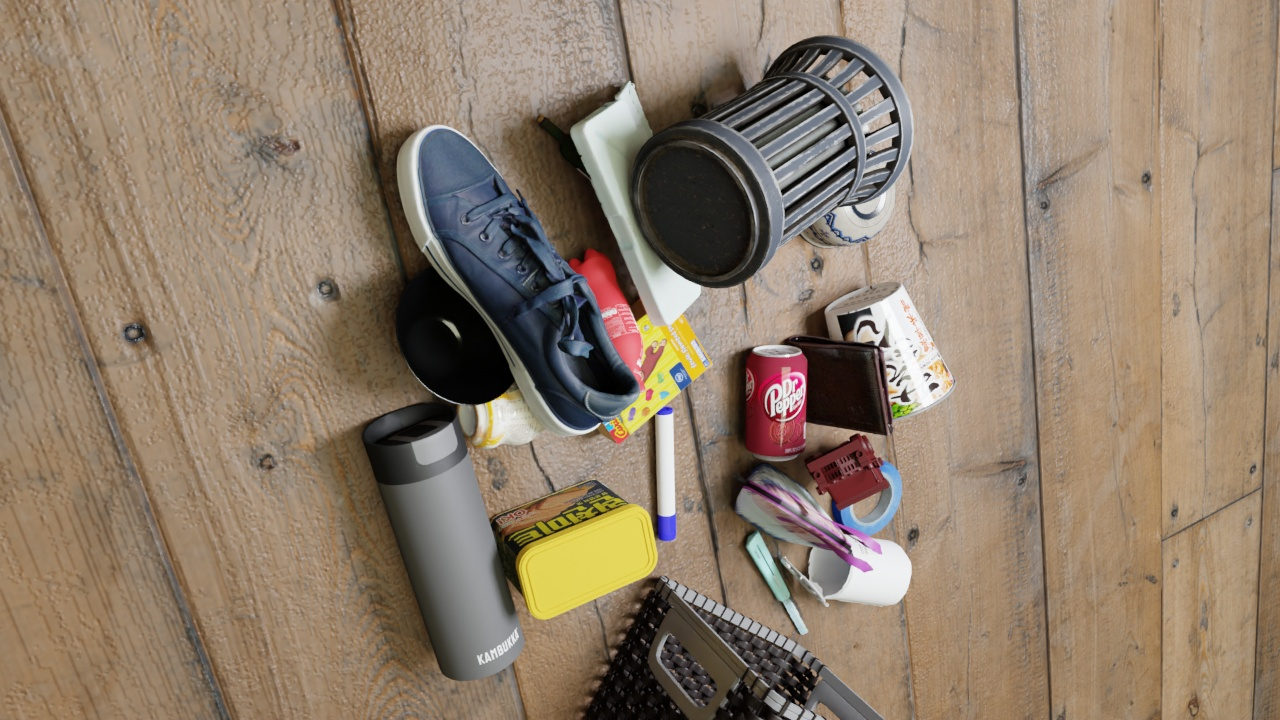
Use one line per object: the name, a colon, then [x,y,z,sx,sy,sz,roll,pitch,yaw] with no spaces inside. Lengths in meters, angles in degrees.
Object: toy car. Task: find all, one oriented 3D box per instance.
toy car: [0.220,0.118,0.967,0.070,0.169,0.062,-29,77,12]

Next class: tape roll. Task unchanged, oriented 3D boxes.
tape roll: [0.269,0.162,1.088,0.093,0.016,0.091,-15,108,-24]

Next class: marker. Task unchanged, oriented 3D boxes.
marker: [0.027,0.118,0.953,0.020,0.020,0.141,-8,105,-26]

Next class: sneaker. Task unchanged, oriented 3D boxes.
sneaker: [-0.090,-0.072,0.758,0.120,0.128,0.294,-41,103,-43]

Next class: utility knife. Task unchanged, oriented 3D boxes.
utility knife: [0.159,0.261,1.058,0.022,0.015,0.168,-38,119,-16]

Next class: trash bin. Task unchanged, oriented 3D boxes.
trash bin: [0.112,-0.171,0.807,0.226,0.165,0.164,-37,117,-38]

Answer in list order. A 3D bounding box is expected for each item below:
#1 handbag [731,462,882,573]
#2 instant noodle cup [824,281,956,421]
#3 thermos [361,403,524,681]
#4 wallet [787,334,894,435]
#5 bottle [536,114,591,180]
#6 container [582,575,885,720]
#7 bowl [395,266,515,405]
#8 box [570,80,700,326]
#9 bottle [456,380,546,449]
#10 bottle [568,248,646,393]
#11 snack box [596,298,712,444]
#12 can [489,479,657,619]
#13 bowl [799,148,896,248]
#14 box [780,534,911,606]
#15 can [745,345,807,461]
handbag: [0.182,0.173,0.958,0.144,0.170,0.068,35,84,-29]
instant noodle cup: [0.261,-0.013,0.995,0.123,0.124,0.122,-28,103,-19]
thermos: [-0.174,0.163,0.824,0.082,0.082,0.240,-20,110,-22]
wallet: [0.208,0.026,0.968,0.031,0.120,0.099,-26,113,-35]
bottle: [-0.054,-0.188,0.839,0.106,0.025,0.025,37,83,-29]
container: [0.090,0.413,0.927,0.245,0.247,0.243,33,89,-29]
bowl: [-0.167,-0.017,0.794,0.124,0.053,0.124,14,68,-39]
box: [0.010,-0.144,0.834,0.135,0.043,0.197,-55,130,-50]
bottle: [-0.111,0.046,0.842,0.108,0.063,0.063,-6,104,-38]
bottle: [-0.026,-0.035,0.841,0.041,0.042,0.141,-15,73,-24]
snack box: [-0.005,0.005,0.898,0.125,0.040,0.088,-40,116,-14]
can: [-0.067,0.173,0.870,0.130,0.101,0.072,-18,109,-23]
bowl: [0.219,-0.173,0.963,0.115,0.059,0.115,-6,104,-26]
box: [0.230,0.243,1.052,0.160,0.081,0.092,16,114,-30]
can: [0.143,0.045,0.971,0.063,0.063,0.114,-8,105,-26]
